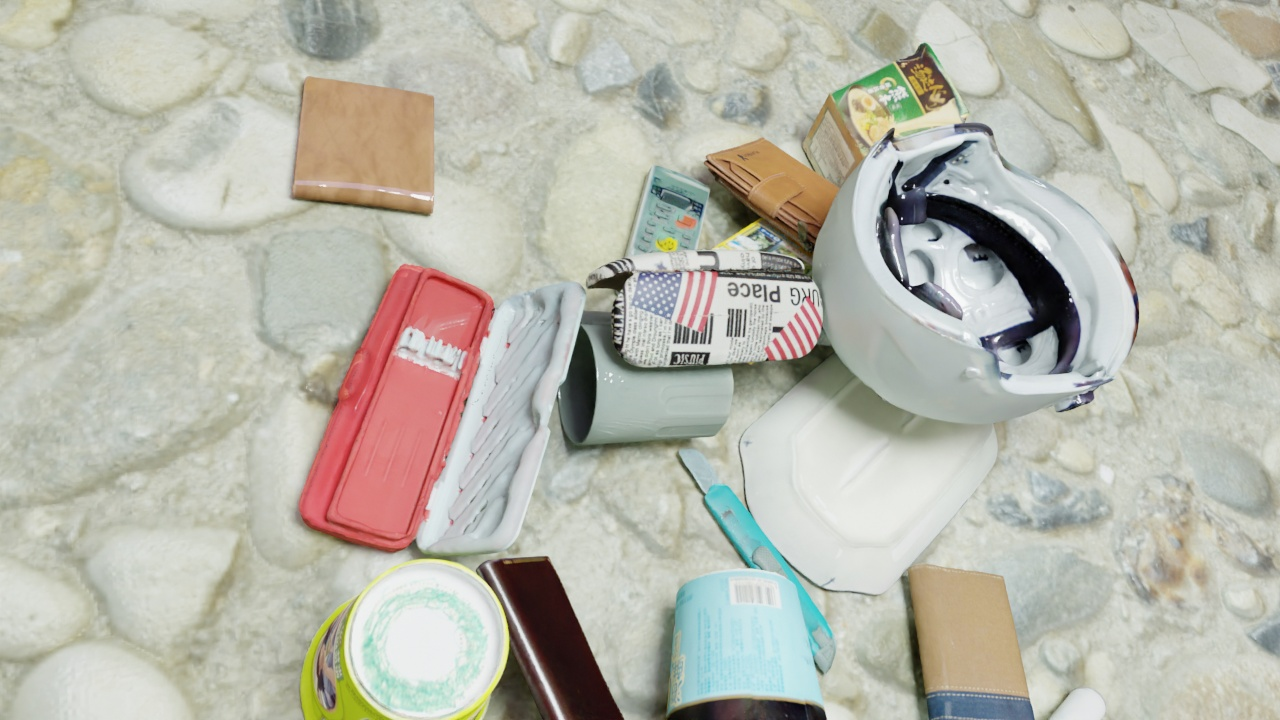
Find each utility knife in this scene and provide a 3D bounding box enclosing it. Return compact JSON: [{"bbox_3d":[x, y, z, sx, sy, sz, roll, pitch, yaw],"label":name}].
[{"bbox_3d":[0.084,0.138,0.655,0.029,0.013,0.185,-29,77,-30],"label":"utility knife"}]

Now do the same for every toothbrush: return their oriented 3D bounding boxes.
[{"bbox_3d":[0.262,0.267,0.604,0.026,0.027,0.220,37,29,32],"label":"toothbrush"}]

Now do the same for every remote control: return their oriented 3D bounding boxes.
[{"bbox_3d":[0.020,-0.099,0.751,0.056,0.019,0.134,21,58,-11],"label":"remote control"}]

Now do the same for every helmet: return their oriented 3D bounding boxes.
[{"bbox_3d":[0.234,-0.048,0.692,0.258,0.146,0.229,-6,67,-35],"label":"helmet"}]

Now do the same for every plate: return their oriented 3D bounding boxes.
[{"bbox_3d":[0.194,0.064,0.724,0.265,0.034,0.162,-35,80,-32],"label":"plate"}]

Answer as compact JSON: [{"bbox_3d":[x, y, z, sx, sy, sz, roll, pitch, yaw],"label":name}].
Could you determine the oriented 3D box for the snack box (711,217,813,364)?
[{"bbox_3d":[0.093,-0.060,0.727,0.087,0.034,0.140,37,46,17],"label":"snack box"}]

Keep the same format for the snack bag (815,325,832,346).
[{"bbox_3d":[0.120,-0.026,0.748,0.105,0.026,0.045,-5,52,-24],"label":"snack bag"}]

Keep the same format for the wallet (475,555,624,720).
[{"bbox_3d":[-0.049,0.173,0.545,0.020,0.096,0.122,-30,74,7],"label":"wallet"}]

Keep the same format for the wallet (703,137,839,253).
[{"bbox_3d":[0.124,-0.138,0.778,0.130,0.035,0.118,40,35,18],"label":"wallet"}]

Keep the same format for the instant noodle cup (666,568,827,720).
[{"bbox_3d":[0.063,0.199,0.569,0.111,0.111,0.120,11,51,-16],"label":"instant noodle cup"}]

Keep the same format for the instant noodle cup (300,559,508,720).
[{"bbox_3d":[-0.123,0.162,0.495,0.111,0.124,0.111,9,61,-17],"label":"instant noodle cup"}]

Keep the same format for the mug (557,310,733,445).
[{"bbox_3d":[-0.004,0.004,0.660,0.103,0.084,0.123,0,39,-22],"label":"mug"}]

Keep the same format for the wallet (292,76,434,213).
[{"bbox_3d":[-0.207,-0.165,0.699,0.101,0.020,0.115,5,59,-18],"label":"wallet"}]

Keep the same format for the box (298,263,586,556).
[{"bbox_3d":[-0.122,0.029,0.601,0.158,0.069,0.200,7,58,10],"label":"box"}]

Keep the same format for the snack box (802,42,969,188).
[{"bbox_3d":[0.217,-0.202,0.835,0.105,0.118,0.117,-16,71,-17],"label":"snack box"}]

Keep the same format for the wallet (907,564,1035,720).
[{"bbox_3d":[0.239,0.211,0.668,0.090,0.033,0.115,11,60,-20],"label":"wallet"}]

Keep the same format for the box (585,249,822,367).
[{"bbox_3d":[0.046,-0.034,0.628,0.162,0.076,0.086,-1,76,-28],"label":"box"}]
